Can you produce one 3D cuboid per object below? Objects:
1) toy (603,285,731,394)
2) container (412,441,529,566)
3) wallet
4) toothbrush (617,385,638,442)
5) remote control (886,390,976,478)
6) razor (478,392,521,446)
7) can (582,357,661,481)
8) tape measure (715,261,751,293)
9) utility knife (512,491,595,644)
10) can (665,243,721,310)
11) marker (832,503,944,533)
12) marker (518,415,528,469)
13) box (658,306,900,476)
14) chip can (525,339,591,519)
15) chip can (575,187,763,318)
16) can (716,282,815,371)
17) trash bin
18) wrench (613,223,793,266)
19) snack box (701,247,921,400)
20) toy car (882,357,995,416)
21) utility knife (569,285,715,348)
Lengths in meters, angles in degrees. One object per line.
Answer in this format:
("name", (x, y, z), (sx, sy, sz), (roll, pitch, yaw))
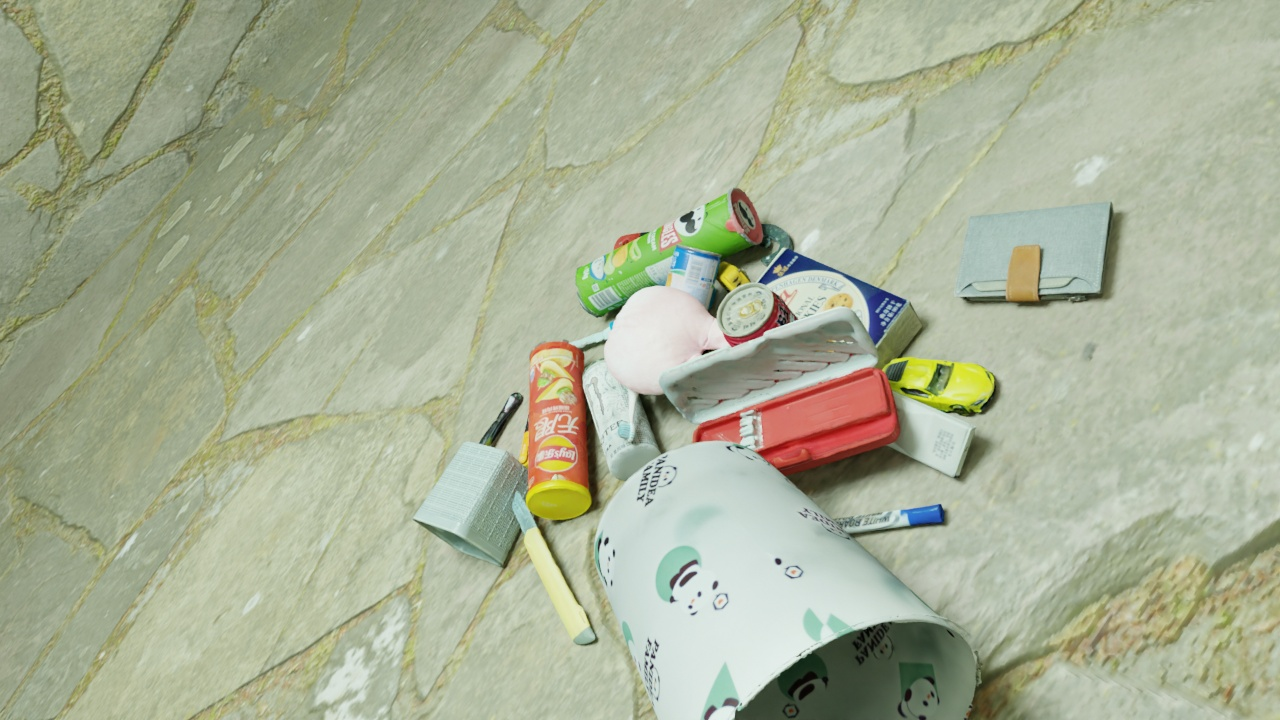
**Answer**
("toy", (0.038, -0.015, 0.969), (0.160, 0.054, 0.121), (18, 81, 27))
("container", (-0.184, 0.161, 1.058), (0.090, 0.090, 0.111), (7, 60, 40))
("wallet", (0.368, -0.101, 0.865), (0.130, 0.037, 0.106), (0, 58, 38))
("toothbrush", (-0.006, 0.006, 1.030), (0.027, 0.027, 0.224), (-55, 21, 40))
("remote control", (0.243, 0.060, 0.836), (0.125, 0.024, 0.049), (27, 109, 46))
("razor", (-0.189, 0.099, 1.157), (0.043, 0.022, 0.142), (12, 66, 40))
("can", (-0.023, 0.064, 1.027), (0.058, 0.058, 0.146), (-34, 44, 12))
("tape measure", (0.112, -0.086, 1.038), (0.029, 0.057, 0.060), (-41, 17, 1))
("utility knife", (-0.099, 0.219, 0.977), (0.031, 0.021, 0.201), (-46, 57, 15))
("can", (0.049, -0.060, 1.031), (0.053, 0.053, 0.134), (22, 101, 45))
("marker", (0.197, 0.146, 0.823), (0.146, 0.017, 0.016), (-14, 51, 29))
("marker", (-0.134, 0.079, 1.134), (0.018, 0.015, 0.123), (-13, 50, 25))
("box", (0.121, 0.039, 0.840), (0.202, 0.100, 0.110), (-21, 49, 25))
("chip can", (-0.097, 0.077, 1.066), (0.073, 0.073, 0.216), (-25, 45, 21))
("chip can", (0.029, -0.126, 1.108), (0.237, 0.072, 0.072), (-23, 47, 30))
("can", (0.122, -0.026, 0.888), (0.067, 0.094, 0.066), (-21, 49, 26))
("trash bin", (0.090, 0.206, 0.721), (0.229, 0.229, 0.252), (-43, 37, 2))
("wrench", (0.072, -0.146, 1.147), (0.274, 0.016, 0.056), (8, 63, 41))
("snack box", (0.162, -0.011, 0.950), (0.178, 0.046, 0.182), (-51, 43, -5))
("toy car", (0.274, 0.020, 0.850), (0.105, 0.032, 0.048), (8, 64, 40))
("utility knife", (-0.014, -0.044, 1.131), (0.235, 0.018, 0.034), (-18, 48, 25))
